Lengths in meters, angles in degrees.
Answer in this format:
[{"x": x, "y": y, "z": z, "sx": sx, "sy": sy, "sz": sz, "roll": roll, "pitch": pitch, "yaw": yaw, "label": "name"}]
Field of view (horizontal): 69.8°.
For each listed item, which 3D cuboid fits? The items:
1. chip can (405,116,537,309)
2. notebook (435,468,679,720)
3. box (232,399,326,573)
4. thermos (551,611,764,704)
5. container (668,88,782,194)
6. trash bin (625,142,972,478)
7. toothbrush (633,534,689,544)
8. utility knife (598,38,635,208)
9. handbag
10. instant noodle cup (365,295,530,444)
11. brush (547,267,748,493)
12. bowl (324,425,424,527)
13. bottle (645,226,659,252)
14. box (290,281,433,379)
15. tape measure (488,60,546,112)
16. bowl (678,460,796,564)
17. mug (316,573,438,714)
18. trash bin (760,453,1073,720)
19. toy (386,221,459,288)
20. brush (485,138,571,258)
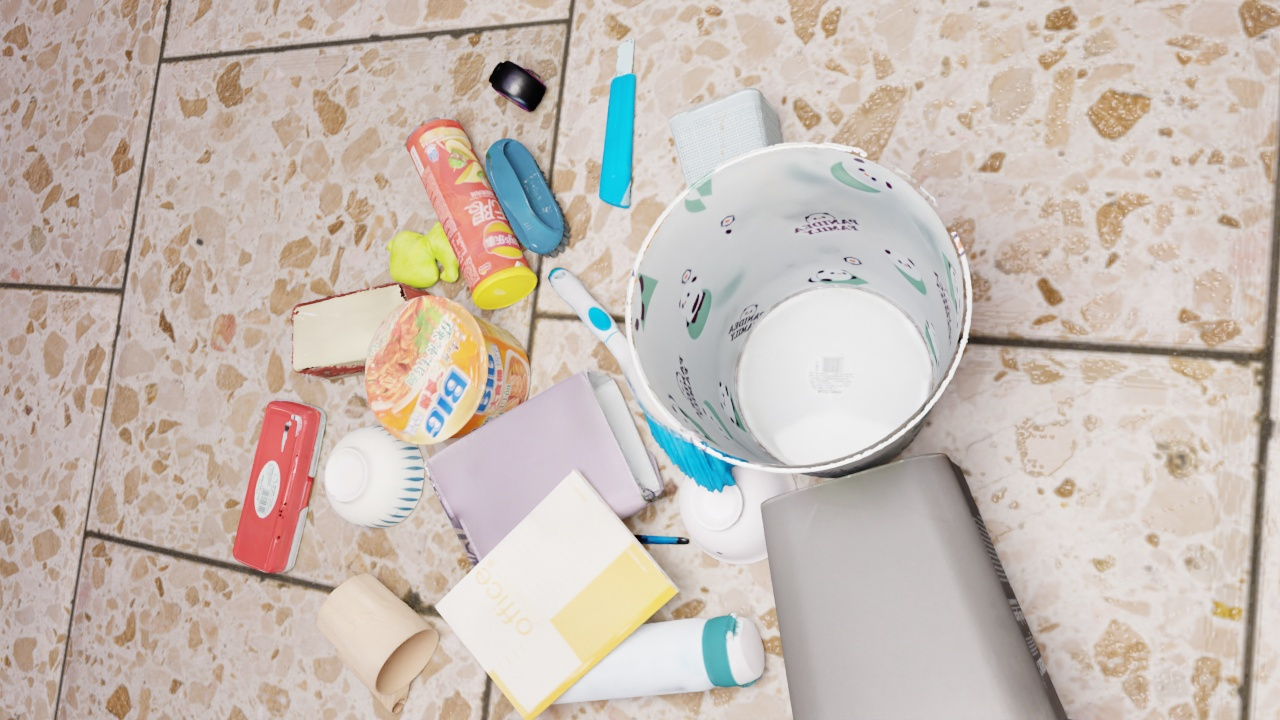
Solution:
[{"x": -0.188, "y": -0.161, "z": 1.002, "sx": 0.073, "sy": 0.073, "sz": 0.216, "roll": -33, "pitch": 71, "yaw": 17, "label": "chip can"}, {"x": -0.082, "y": 0.220, "z": 0.849, "sx": 0.207, "sy": 0.010, "sz": 0.146, "roll": -45, "pitch": 79, "yaw": 16, "label": "notebook"}, {"x": -0.431, "y": 0.148, "z": 1.095, "sx": 0.087, "sy": 0.047, "sz": 0.201, "roll": 11, "pitch": 88, "yaw": 26, "label": "box"}, {"x": 0.004, "y": 0.283, "z": 0.862, "sx": 0.225, "sy": 0.073, "sz": 0.073, "roll": -13, "pitch": 78, "yaw": 22, "label": "thermos"}, {"x": 0.090, "y": -0.180, "z": 0.870, "sx": 0.090, "sy": 0.090, "sz": 0.111, "roll": -14, "pitch": 81, "yaw": 23, "label": "container"}, {"x": 0.136, "y": -0.010, "z": 0.722, "sx": 0.230, "sy": 0.252, "sz": 0.229, "roll": -5, "pitch": 75, "yaw": 17, "label": "trash bin"}, {"x": -0.040, "y": 0.181, "z": 0.921, "sx": 0.190, "sy": 0.014, "sz": 0.016, "roll": -2, "pitch": 44, "yaw": 23, "label": "toothbrush"}, {"x": -0.021, "y": -0.251, "z": 0.966, "sx": 0.034, "sy": 0.018, "sz": 0.185, "roll": 3, "pitch": 84, "yaw": 13, "label": "utility knife"}, {"x": -0.092, "y": 0.116, "z": 0.905, "sx": 0.197, "sy": 0.098, "sz": 0.145, "roll": -29, "pitch": 70, "yaw": 15, "label": "handbag"}, {"x": -0.194, "y": 0.015, "z": 0.959, "sx": 0.152, "sy": 0.111, "sz": 0.151, "roll": -3, "pitch": 82, "yaw": 24, "label": "instant noodle cup"}, {"x": -0.005, "y": 0.005, "z": 0.890, "sx": 0.060, "sy": 0.109, "sz": 0.314, "roll": -35, "pitch": 37, "yaw": -7, "label": "brush"}, {"x": -0.307, "y": 0.129, "z": 1.022, "sx": 0.117, "sy": 0.066, "sz": 0.116, "roll": -3, "pitch": 82, "yaw": 24, "label": "bowl"}, {"x": 0.048, "y": -0.057, "z": 0.885, "sx": 0.067, "sy": 0.066, "sz": 0.149, "roll": -15, "pitch": 79, "yaw": 22, "label": "bottle"}, {"x": -0.320, "y": -0.031, "z": 1.043, "sx": 0.169, "sy": 0.077, "sz": 0.091, "roll": -9, "pitch": 79, "yaw": 24, "label": "box"}, {"x": -0.132, "y": -0.301, "z": 1.003, "sx": 0.058, "sy": 0.057, "sz": 0.039, "roll": 37, "pitch": 98, "yaw": 32, "label": "tape measure"}, {"x": 0.080, "y": 0.130, "z": 0.846, "sx": 0.118, "sy": 0.064, "sz": 0.118, "roll": -3, "pitch": 82, "yaw": 23, "label": "bowl"}, {"x": -0.287, "y": 0.306, "z": 0.991, "sx": 0.103, "sy": 0.084, "sz": 0.125, "roll": 33, "pitch": 124, "yaw": 26, "label": "mug"}, {"x": 0.206, "y": 0.203, "z": 0.718, "sx": 0.199, "sy": 0.199, "sz": 0.219, "roll": -19, "pitch": 69, "yaw": 20, "label": "trash bin"}, {"x": -0.245, "y": -0.117, "z": 1.045, "sx": 0.100, "sy": 0.031, "sz": 0.096, "roll": -41, "pitch": 71, "yaw": 14, "label": "toy"}, {"x": -0.126, "y": -0.177, "z": 0.975, "sx": 0.055, "sy": 0.073, "sz": 0.143, "roll": -31, "pitch": 71, "yaw": 13, "label": "brush"}]
